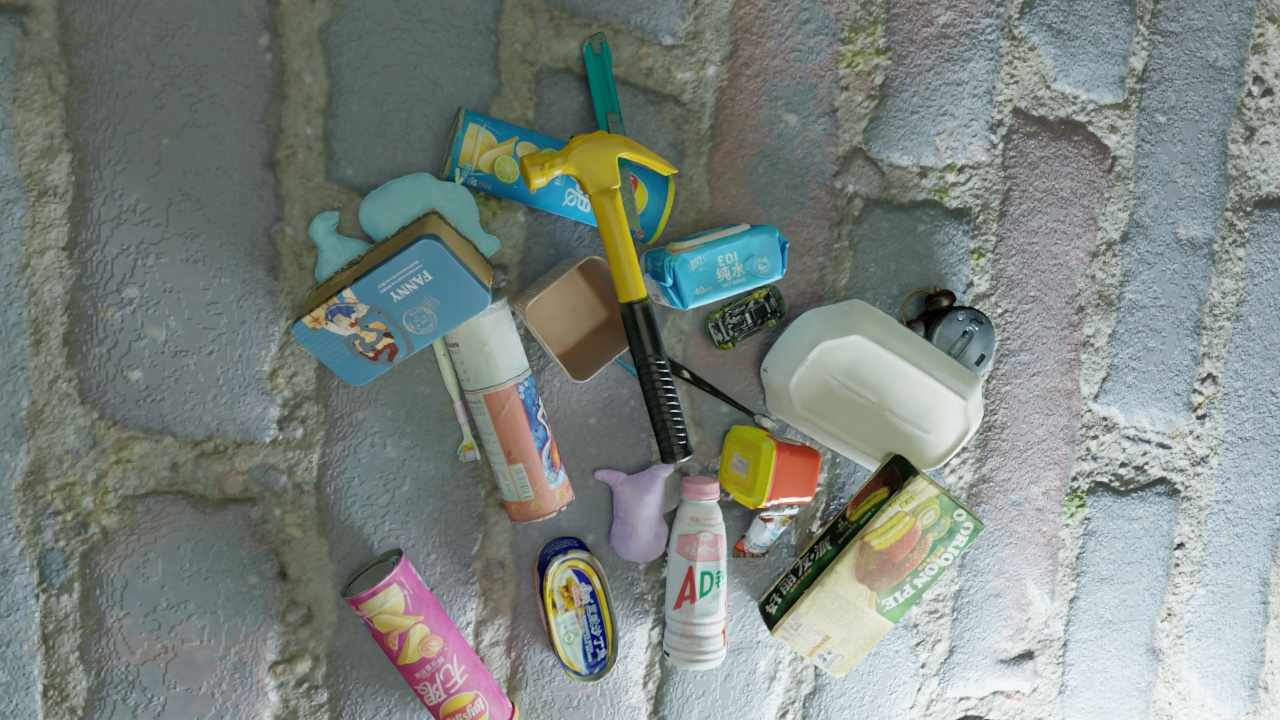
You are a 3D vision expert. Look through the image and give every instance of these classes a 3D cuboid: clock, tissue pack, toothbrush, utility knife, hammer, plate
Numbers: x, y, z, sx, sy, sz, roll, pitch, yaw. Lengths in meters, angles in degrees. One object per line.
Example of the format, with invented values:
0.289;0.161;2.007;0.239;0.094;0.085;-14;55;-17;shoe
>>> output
0.338;-0.030;1.024;0.122;0.055;0.082;40;86;-18;clock
0.069;-0.096;0.910;0.140;0.090;0.063;-18;103;-14;tissue pack
-0.188;0.008;0.884;0.020;0.029;0.189;-31;111;-55;toothbrush
0.074;0.031;0.972;0.181;0.018;0.015;31;91;-18;toothbrush
-0.025;-0.217;0.854;0.029;0.013;0.215;-7;73;-15;utility knife
-0.005;-0.052;0.806;0.128;0.033;0.301;-19;103;-14;hammer
0.256;0.043;0.989;0.265;0.034;0.162;30;111;-19;plate

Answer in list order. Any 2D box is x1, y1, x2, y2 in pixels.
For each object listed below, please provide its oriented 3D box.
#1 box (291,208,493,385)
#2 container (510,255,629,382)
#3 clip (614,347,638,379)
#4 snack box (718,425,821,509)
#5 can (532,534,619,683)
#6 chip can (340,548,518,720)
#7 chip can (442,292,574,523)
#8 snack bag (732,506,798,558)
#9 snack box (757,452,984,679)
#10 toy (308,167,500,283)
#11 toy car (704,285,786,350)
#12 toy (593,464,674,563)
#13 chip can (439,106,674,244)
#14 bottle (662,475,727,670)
-0.209;-0.056;0.798;0.185;0.061;0.090;-29;124;22;box
-0.064;-0.044;0.865;0.090;0.111;0.090;-39;108;-8;container
-0.005;0.006;0.944;0.042;0.014;0.056;-46;107;-6;clip
0.137;0.114;0.967;0.080;0.091;0.082;9;95;-26;snack box
-0.066;0.256;0.945;0.074;0.049;0.148;-14;102;-15;can
-0.203;0.286;0.895;0.071;0.071;0.210;-33;106;-10;chip can
-0.128;0.047;0.881;0.071;0.071;0.215;-20;104;-14;chip can
0.133;0.185;0.986;0.048;0.104;0.026;-1;56;-18;snack bag
0.249;0.227;1.007;0.114;0.063;0.240;36;99;-19;snack box
-0.212;-0.110;0.826;0.161;0.049;0.156;23;116;-12;toy
0.107;-0.046;0.958;0.091;0.036;0.043;-28;107;-13;toy car
-0.005;0.161;0.955;0.084;0.039;0.108;-2;103;0;toy
-0.077;-0.172;0.863;0.210;0.071;0.071;15;94;-19;chip can
0.059;0.222;0.972;0.068;0.068;0.197;-1;96;-17;bottle
